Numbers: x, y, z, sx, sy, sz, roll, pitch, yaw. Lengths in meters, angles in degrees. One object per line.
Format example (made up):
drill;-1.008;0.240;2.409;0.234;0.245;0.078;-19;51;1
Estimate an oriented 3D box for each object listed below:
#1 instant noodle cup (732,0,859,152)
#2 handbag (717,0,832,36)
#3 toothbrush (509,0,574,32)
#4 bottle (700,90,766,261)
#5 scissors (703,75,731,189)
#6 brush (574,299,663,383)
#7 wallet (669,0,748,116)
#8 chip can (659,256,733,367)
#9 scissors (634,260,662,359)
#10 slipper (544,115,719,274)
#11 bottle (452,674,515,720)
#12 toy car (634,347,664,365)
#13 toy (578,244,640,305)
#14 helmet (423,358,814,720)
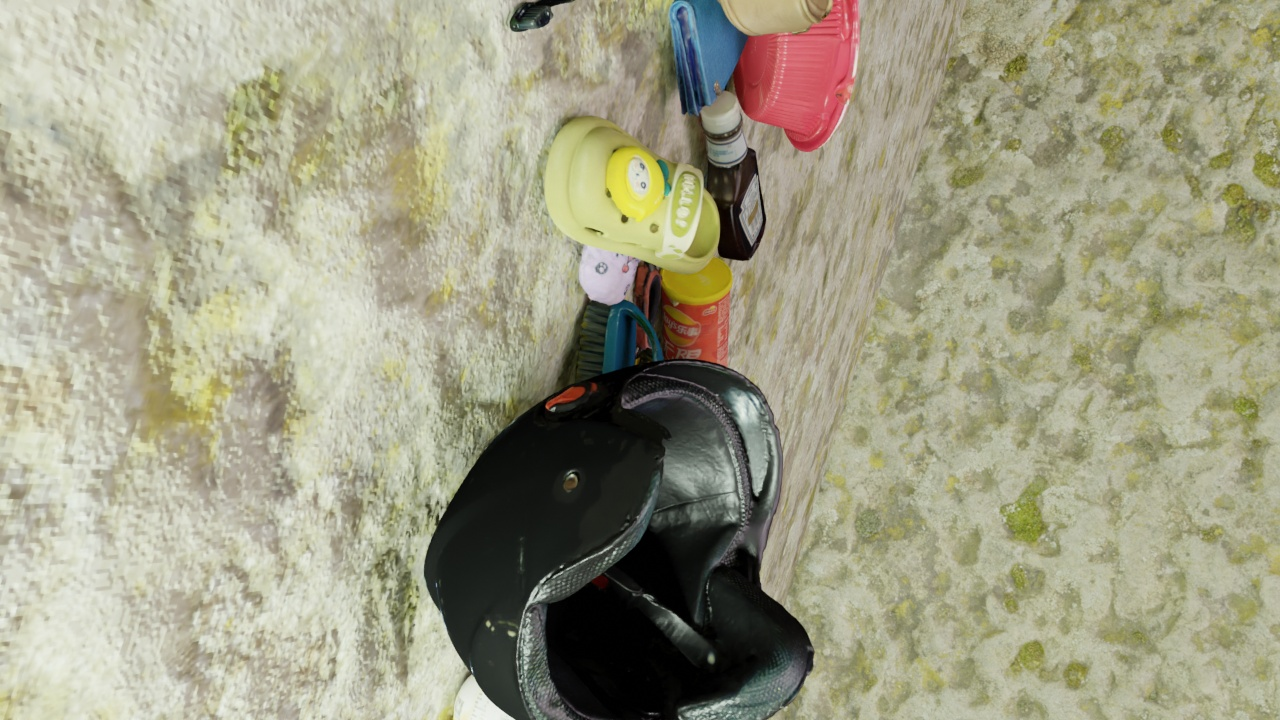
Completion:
instant noodle cup;0.134;-0.294;0.857;0.194;0.065;0.194;176;-89;-78
handbag;0.095;-0.356;0.717;0.147;0.100;0.204;-1;88;-64
toothbrush;-0.033;-0.247;0.600;0.188;0.018;0.014;-55;147;-46
bottle;0.091;-0.184;0.918;0.195;0.044;0.079;68;40;-56
scissors;0.082;-0.218;0.954;0.137;0.014;0.174;55;52;-65
brush;-0.016;0.021;0.756;0.055;0.074;0.144;12;82;-72
wallet;0.060;-0.289;0.789;0.106;0.040;0.132;77;31;-46
chip can;0.059;-0.009;0.965;0.217;0.073;0.073;85;28;-45
scissors;0.000;-0.009;0.887;0.195;0.015;0.216;-19;122;-67
slipper;0.014;-0.120;0.676;0.190;0.082;0.091;18;76;-50
bottle;-0.115;0.272;0.733;0.063;0.063;0.108;34;74;-70
toy car;0.020;0.031;0.875;0.071;0.041;0.155;-54;155;12
toy;-0.016;-0.093;0.735;0.084;0.039;0.107;45;62;-52
helmet;-0.015;0.126;0.635;0.233;0.231;0.273;56;52;-33
